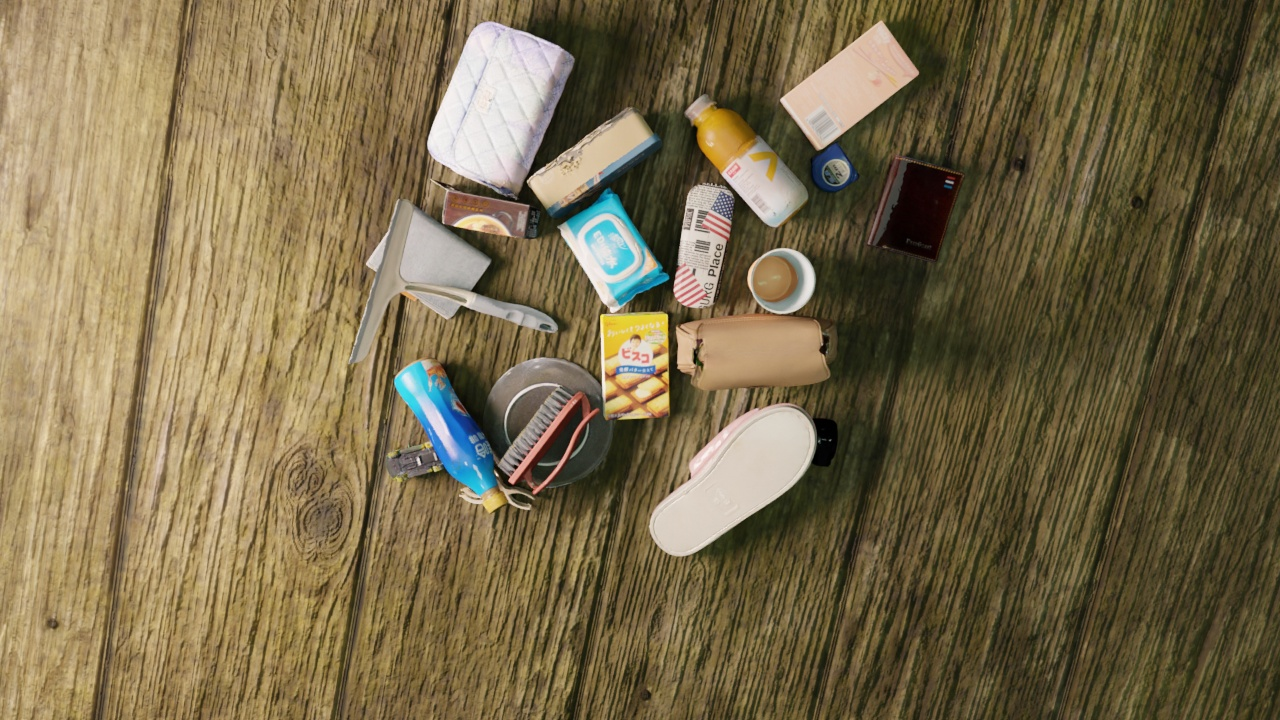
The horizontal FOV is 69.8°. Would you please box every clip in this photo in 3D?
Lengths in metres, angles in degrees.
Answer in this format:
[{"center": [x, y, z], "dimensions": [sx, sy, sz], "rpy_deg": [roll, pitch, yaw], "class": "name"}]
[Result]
[{"center": [-0.202, 0.183, 1.245], "dimensions": [0.092, 0.035, 0.103], "rpy_deg": [-44, 102, 1], "class": "clip"}]

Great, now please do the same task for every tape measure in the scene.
[{"center": [0.248, -0.246, 1.189], "dimensions": [0.054, 0.025, 0.058], "rpy_deg": [-34, 92, 6], "class": "tape measure"}, {"center": [0.238, 0.105, 1.217], "dimensions": [0.039, 0.057, 0.057], "rpy_deg": [5, 120, 2], "class": "tape measure"}]

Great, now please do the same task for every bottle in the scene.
[{"center": [-0.241, 0.100, 1.193], "dimensions": [0.065, 0.065, 0.218], "rpy_deg": [-34, 81, 4], "class": "bottle"}, {"center": [0.132, -0.256, 1.167], "dimensions": [0.068, 0.068, 0.189], "rpy_deg": [-42, 95, 5], "class": "bottle"}]

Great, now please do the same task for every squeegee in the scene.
[{"center": [-0.224, -0.077, 1.188], "dimensions": [0.246, 0.039, 0.247], "rpy_deg": [13, 122, -22], "class": "squeegee"}]

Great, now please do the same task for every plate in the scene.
[{"center": [-0.125, 0.086, 1.235], "dimensions": [0.179, 0.024, 0.179], "rpy_deg": [0, 97, 1], "class": "plate"}]

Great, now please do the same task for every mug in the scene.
[{"center": [0.170, -0.103, 1.159], "dimensions": [0.078, 0.122, 0.078], "rpy_deg": [0, 98, 0], "class": "mug"}]

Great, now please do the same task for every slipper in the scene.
[{"center": [0.123, 0.159, 1.225], "dimensions": [0.114, 0.054, 0.275], "rpy_deg": [45, 106, -1], "class": "slipper"}]

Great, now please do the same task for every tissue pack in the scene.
[{"center": [-0.037, -0.142, 1.186], "dimensions": [0.090, 0.063, 0.140], "rpy_deg": [-32, 96, 4], "class": "tissue pack"}]

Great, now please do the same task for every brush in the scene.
[{"center": [-0.115, 0.102, 1.195], "dimensions": [0.069, 0.063, 0.146], "rpy_deg": [38, 95, 7], "class": "brush"}]

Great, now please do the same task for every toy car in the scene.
[{"center": [-0.297, 0.133, 1.236], "dimensions": [0.091, 0.036, 0.043], "rpy_deg": [-16, 98, 1], "class": "toy car"}]

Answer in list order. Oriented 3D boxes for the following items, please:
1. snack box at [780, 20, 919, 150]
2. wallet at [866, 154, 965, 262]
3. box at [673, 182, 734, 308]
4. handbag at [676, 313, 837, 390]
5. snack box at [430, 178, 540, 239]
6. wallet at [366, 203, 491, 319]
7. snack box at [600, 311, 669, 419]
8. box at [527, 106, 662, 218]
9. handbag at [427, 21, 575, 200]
[{"center": [0.267, -0.350, 1.175], "dimensions": [0.157, 0.026, 0.084], "rpy_deg": [-37, 95, 5], "class": "snack box"}, {"center": [0.359, -0.197, 1.198], "dimensions": [0.096, 0.020, 0.122], "rpy_deg": [15, 99, -2], "class": "wallet"}, {"center": [0.082, -0.149, 1.199], "dimensions": [0.071, 0.057, 0.164], "rpy_deg": [8, 99, -18], "class": "box"}, {"center": [0.147, -0.009, 1.158], "dimensions": [0.204, 0.147, 0.100], "rpy_deg": [-3, 95, 5], "class": "handbag"}, {"center": [-0.195, -0.188, 1.157], "dimensions": [0.125, 0.113, 0.053], "rpy_deg": [10, 97, 0], "class": "snack box"}, {"center": [-0.278, -0.127, 1.202], "dimensions": [0.129, 0.037, 0.106], "rpy_deg": [35, 97, -15], "class": "wallet"}, {"center": [-0.007, 0.007, 1.213], "dimensions": [0.087, 0.034, 0.140], "rpy_deg": [-2, 97, -8], "class": "snack box"}, {"center": [-0.052, -0.252, 1.159], "dimensions": [0.184, 0.089, 0.059], "rpy_deg": [-32, 94, 9], "class": "box"}, {"center": [-0.177, -0.315, 1.151], "dimensions": [0.134, 0.075, 0.194], "rpy_deg": [24, 96, 11], "class": "handbag"}]
